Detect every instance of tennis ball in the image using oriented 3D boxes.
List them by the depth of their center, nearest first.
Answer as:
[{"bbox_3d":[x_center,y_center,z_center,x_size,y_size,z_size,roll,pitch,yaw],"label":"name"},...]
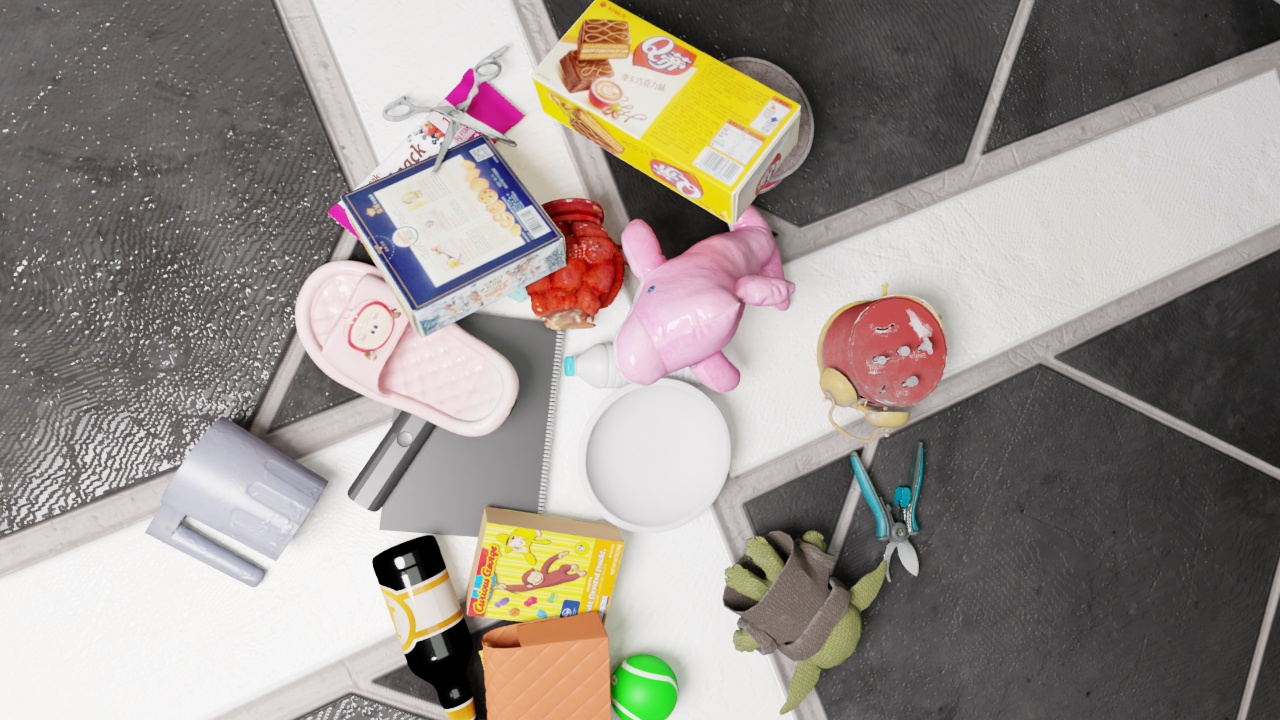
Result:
[{"bbox_3d":[0.003,0.309,0.859,0.065,0.065,0.065,1,86,-15],"label":"tennis ball"}]

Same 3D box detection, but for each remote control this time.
[{"bbox_3d":[-0.210,0.067,0.827,0.033,0.015,0.146,34,80,-9],"label":"remote control"}]

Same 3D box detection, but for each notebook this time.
[{"bbox_3d":[-0.155,0.060,0.857,0.149,0.016,0.206,7,85,-14],"label":"notebook"}]

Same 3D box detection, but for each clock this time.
[{"bbox_3d":[0.244,0.007,0.934,0.117,0.081,0.158,29,80,-12],"label":"clock"}]

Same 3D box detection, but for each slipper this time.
[{"bbox_3d":[-0.208,-0.008,0.805,0.221,0.056,0.106,30,83,8],"label":"slipper"}]

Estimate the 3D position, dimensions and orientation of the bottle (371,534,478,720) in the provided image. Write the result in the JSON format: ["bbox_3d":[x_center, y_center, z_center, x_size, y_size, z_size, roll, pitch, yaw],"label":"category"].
[{"bbox_3d":[-0.181,0.250,0.815,0.059,0.059,0.181,-20,92,-16],"label":"bottle"}]

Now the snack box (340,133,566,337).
[{"bbox_3d":[-0.162,-0.113,0.797,0.144,0.043,0.144,-29,65,-16],"label":"snack box"}]

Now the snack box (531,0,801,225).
[{"bbox_3d":[0.023,-0.234,0.851,0.230,0.062,0.110,34,78,16],"label":"snack box"}]

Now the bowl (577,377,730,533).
[{"bbox_3d":[0.010,0.088,0.881,0.149,0.043,0.149,-2,98,-14],"label":"bowl"}]

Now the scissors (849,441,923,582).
[{"bbox_3d":[0.261,0.149,0.963,0.124,0.019,0.155,27,79,-11],"label":"scissors"}]

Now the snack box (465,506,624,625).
[{"bbox_3d":[-0.088,0.191,0.842,0.125,0.040,0.088,11,100,-14],"label":"snack box"}]

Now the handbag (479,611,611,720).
[{"bbox_3d":[-0.085,0.318,0.827,0.108,0.060,0.172,-5,105,-14],"label":"handbag"}]

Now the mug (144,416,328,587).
[{"bbox_3d":[-0.342,0.125,0.776,0.104,0.083,0.124,33,103,-13],"label":"mug"}]

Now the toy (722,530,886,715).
[{"bbox_3d":[0.150,0.237,0.897,0.152,0.078,0.179,43,77,-17],"label":"toy"}]

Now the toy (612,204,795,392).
[{"bbox_3d":[0.076,-0.064,0.836,0.264,0.128,0.187,-47,112,-43],"label":"toy"}]

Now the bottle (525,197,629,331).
[{"bbox_3d":[-0.058,-0.086,0.856,0.099,0.099,0.111,-3,74,-16],"label":"bottle"}]

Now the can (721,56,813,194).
[{"bbox_3d":[0.106,-0.235,0.924,0.130,0.044,0.130,2,81,-15],"label":"can"}]

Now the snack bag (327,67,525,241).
[{"bbox_3d":[-0.197,-0.185,0.855,0.070,0.016,0.196,41,76,-4],"label":"snack bag"}]

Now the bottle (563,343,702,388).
[{"bbox_3d":[-0.005,0.005,0.885,0.136,0.044,0.044,0,87,-15],"label":"bottle"}]

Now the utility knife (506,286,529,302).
[{"bbox_3d":[-0.177,-0.098,0.860,0.165,0.015,0.022,27,74,-10],"label":"utility knife"}]

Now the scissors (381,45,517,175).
[{"bbox_3d":[-0.164,-0.233,0.839,0.142,0.014,0.174,11,58,14],"label":"scissors"}]
